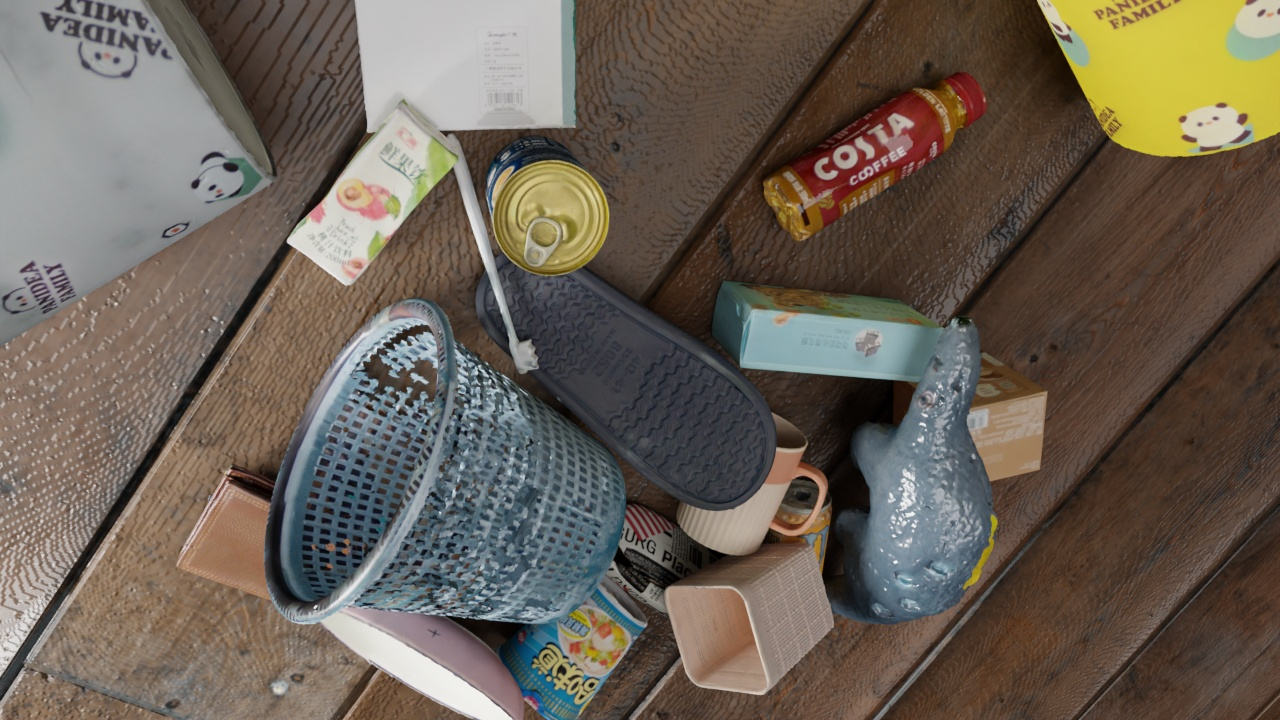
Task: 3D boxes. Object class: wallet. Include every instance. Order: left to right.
[{"bbox_3d":[-0.288,0.147,0.726,0.124,0.032,0.101,29,114,-22],"label":"wallet"}]

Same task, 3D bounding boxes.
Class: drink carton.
[{"bbox_3d":[-0.183,-0.116,0.633,0.053,0.045,0.123,39,104,-24],"label":"drink carton"}]

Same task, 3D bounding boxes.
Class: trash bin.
[{"bbox_3d":[-0.362,-0.125,0.500,0.251,0.229,0.230,-30,116,-8],"label":"trash bin"},{"bbox_3d":[-0.127,0.096,0.666,0.195,0.226,0.227,28,103,-37],"label":"trash bin"},{"bbox_3d":[0.370,-0.296,0.617,0.229,0.229,0.255,-39,122,4],"label":"trash bin"}]

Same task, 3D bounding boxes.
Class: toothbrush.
[{"bbox_3d":[-0.107,-0.077,0.666,0.016,0.016,0.180,-15,99,10],"label":"toothbrush"}]

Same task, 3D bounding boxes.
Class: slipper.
[{"bbox_3d":[-0.004,0.004,0.719,0.268,0.083,0.111,38,105,-4],"label":"slipper"}]

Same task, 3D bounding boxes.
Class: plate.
[{"bbox_3d":[-0.172,0.232,0.735,0.192,0.193,0.038,46,56,-26],"label":"plate"}]

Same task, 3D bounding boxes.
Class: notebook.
[{"bbox_3d":[-0.117,-0.260,0.614,0.150,0.012,0.209,-5,114,-14],"label":"notebook"}]

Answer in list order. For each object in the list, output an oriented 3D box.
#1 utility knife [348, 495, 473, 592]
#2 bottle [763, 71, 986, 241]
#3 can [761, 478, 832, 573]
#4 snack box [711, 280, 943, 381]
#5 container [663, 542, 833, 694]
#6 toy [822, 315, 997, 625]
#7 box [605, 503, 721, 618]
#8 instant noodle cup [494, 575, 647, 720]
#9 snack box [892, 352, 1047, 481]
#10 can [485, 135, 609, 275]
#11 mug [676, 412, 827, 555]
[{"bbox_3d":[-0.194,0.152,0.766,0.029,0.013,0.174,-44,114,8],"label":"utility knife"},{"bbox_3d":[0.181,-0.161,0.708,0.175,0.057,0.057,-32,116,0],"label":"bottle"},{"bbox_3d":[0.138,0.185,0.842,0.058,0.058,0.146,-2,113,-14],"label":"can"},{"bbox_3d":[0.151,-0.024,0.748,0.174,0.074,0.052,4,110,-16],"label":"snack box"},{"bbox_3d":[0.096,0.209,0.768,0.110,0.090,0.090,-19,94,-44],"label":"container"},{"bbox_3d":[0.222,0.131,0.757,0.091,0.137,0.357,-6,129,-22],"label":"toy"},{"bbox_3d":[0.035,0.186,0.817,0.163,0.076,0.086,39,81,-22],"label":"box"},{"bbox_3d":[-0.054,0.245,0.802,0.110,0.099,0.099,-47,116,-2],"label":"instant noodle cup"},{"bbox_3d":[0.284,0.052,0.803,0.092,0.094,0.077,-11,114,-10],"label":"snack box"},{"bbox_3d":[-0.068,-0.110,0.635,0.075,0.111,0.075,-4,113,-11],"label":"can"},{"bbox_3d":[0.097,0.105,0.775,0.114,0.081,0.106,23,110,12],"label":"mug"}]
